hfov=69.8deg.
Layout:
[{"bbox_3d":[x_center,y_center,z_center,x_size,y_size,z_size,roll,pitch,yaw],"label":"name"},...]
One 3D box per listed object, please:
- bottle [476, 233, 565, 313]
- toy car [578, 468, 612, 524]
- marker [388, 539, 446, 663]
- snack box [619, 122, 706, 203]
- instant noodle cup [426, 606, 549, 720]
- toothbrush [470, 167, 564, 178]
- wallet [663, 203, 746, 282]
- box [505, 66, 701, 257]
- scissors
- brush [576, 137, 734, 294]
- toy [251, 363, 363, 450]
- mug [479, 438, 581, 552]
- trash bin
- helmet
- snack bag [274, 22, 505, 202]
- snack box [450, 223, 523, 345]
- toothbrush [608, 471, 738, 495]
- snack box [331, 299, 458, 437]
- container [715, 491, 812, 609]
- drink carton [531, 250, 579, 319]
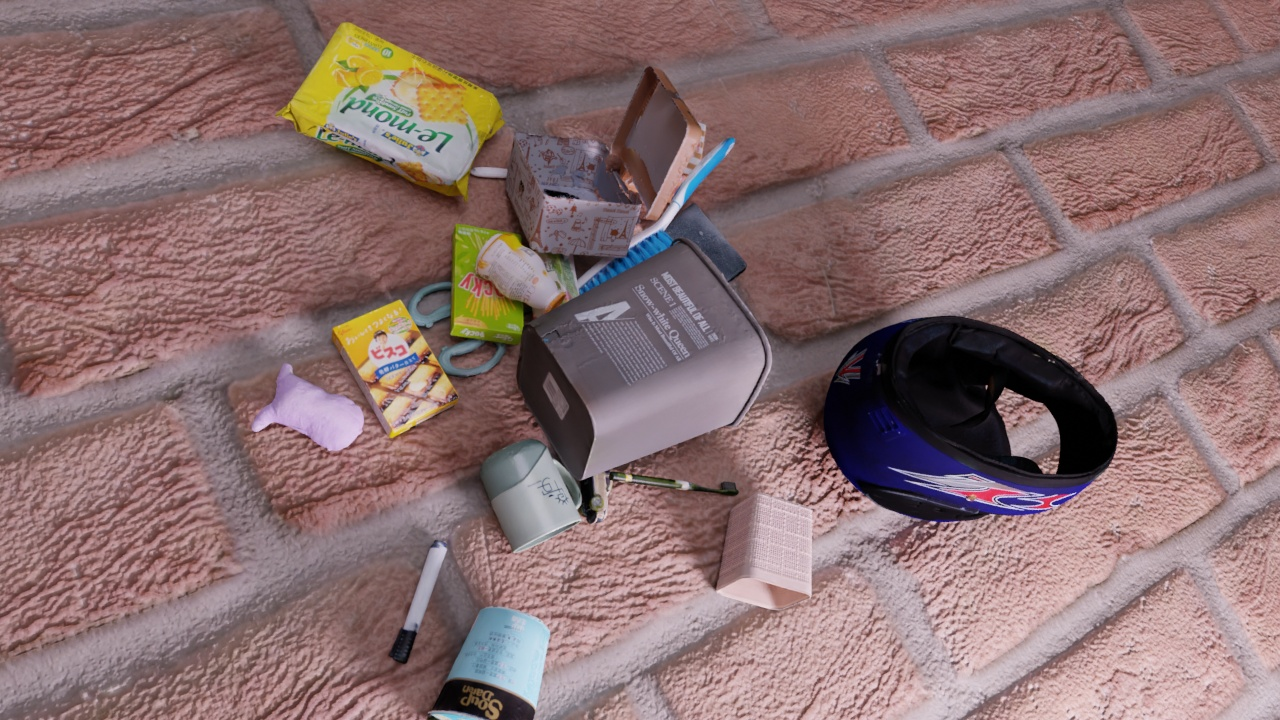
[{"bbox_3d":[-0.139,-0.099,1.080,0.108,0.063,0.063,40,60,3],"label":"bottle"},{"bbox_3d":[-0.052,0.146,1.072,0.035,0.042,0.090,5,66,-21],"label":"toy car"},{"bbox_3d":[-0.234,0.253,0.969,0.022,0.018,0.130,16,63,-4],"label":"marker"},{"bbox_3d":[0.029,-0.283,1.268,0.094,0.077,0.092,16,63,-14],"label":"snack box"},{"bbox_3d":[-0.144,0.320,0.931,0.111,0.111,0.120,25,54,-10],"label":"instant noodle cup"},{"bbox_3d":[-0.137,-0.250,1.224,0.180,0.016,0.016,-2,55,-22],"label":"toothbrush"},{"bbox_3d":[0.081,-0.151,1.267,0.097,0.019,0.121,-39,87,-31],"label":"wallet"},{"bbox_3d":[-0.061,-0.248,1.123,0.157,0.218,0.180,11,36,-29],"label":"box"},{"bbox_3d":[-0.186,-0.038,1.111,0.178,0.019,0.161,-8,67,-29],"label":"scissors"},{"bbox_3d":[0.033,-0.164,1.186,0.314,0.060,0.109,-38,75,-9],"label":"brush"},{"bbox_3d":[-0.354,0.059,0.993,0.108,0.039,0.083,27,61,-12],"label":"toy"},{"bbox_3d":[-0.116,0.146,1.029,0.111,0.082,0.106,-12,71,-49],"label":"mug"},{"bbox_3d":[-0.006,0.006,1.039,0.219,0.199,0.199,-24,65,-26],"label":"trash bin"},{"bbox_3d":[0.385,0.089,1.147,0.315,0.241,0.246,22,61,1],"label":"helmet"},{"bbox_3d":[-0.305,-0.309,1.153,0.246,0.068,0.157,24,61,-10],"label":"snack bag"},{"bbox_3d":[-0.186,-0.094,1.115,0.085,0.026,0.156,8,55,-20],"label":"snack box"},{"bbox_3d":[0.043,0.146,1.105,0.185,0.012,0.017,12,56,-31],"label":"toothbrush"},{"bbox_3d":[-0.280,0.008,1.048,0.086,0.034,0.140,-28,78,-29],"label":"snack box"},{"bbox_3d":[0.150,0.225,1.092,0.090,0.090,0.110,18,59,-13],"label":"container"},{"bbox_3d":[-0.104,-0.078,1.135,0.045,0.054,0.122,25,51,-62],"label":"drink carton"}]
